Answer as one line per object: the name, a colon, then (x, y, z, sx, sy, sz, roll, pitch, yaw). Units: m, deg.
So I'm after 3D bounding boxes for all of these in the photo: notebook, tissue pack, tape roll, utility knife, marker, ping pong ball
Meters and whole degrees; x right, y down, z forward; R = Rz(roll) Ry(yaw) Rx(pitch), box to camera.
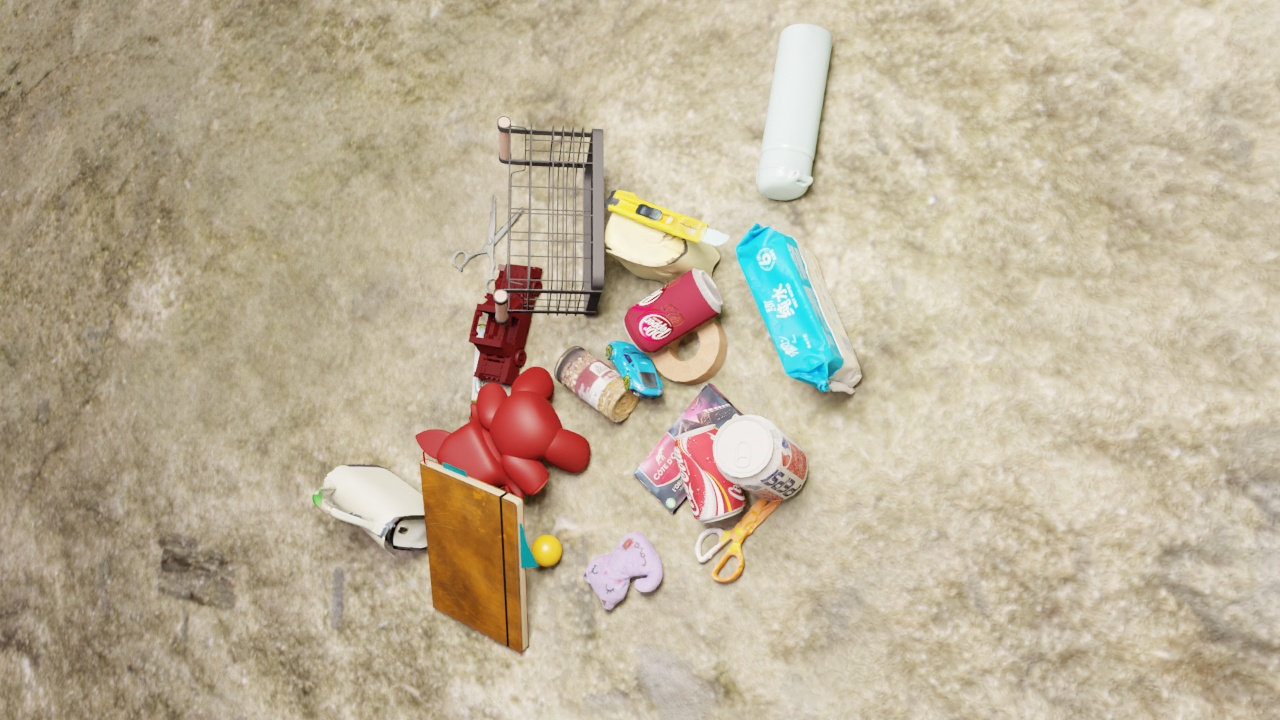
notebook: (-0.206, 0.247, 1.172, 0.179, 0.014, 0.250, 17, 119, 29)
tissue pack: (0.184, -0.051, 1.045, 0.066, 0.117, 0.209, -30, 67, 25)
tape roll: (0.061, -0.017, 1.152, 0.094, 0.027, 0.094, -6, 77, 26)
utility knife: (0.029, -0.166, 1.074, 0.175, 0.017, 0.030, 25, 90, 26)
marker: (-0.230, 0.020, 1.301, 0.017, 0.017, 0.146, -3, 78, 27)
ping pong ball: (-0.121, 0.246, 1.186, 0.040, 0.040, 0.040, -6, 77, 26)

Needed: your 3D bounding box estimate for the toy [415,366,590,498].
toy: (-0.182, 0.113, 1.199, 0.197, 0.120, 0.158, -33, 77, 11)

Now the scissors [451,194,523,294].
scissors: (-0.216, -0.155, 1.332, 0.142, 0.014, 0.171, -24, 71, 25)

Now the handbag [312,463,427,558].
handbag: (-0.378, 0.205, 1.250, 0.151, 0.175, 0.074, 29, 95, 28)

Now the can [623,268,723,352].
can: (0.040, -0.060, 1.117, 0.114, 0.063, 0.063, -31, 67, 19)

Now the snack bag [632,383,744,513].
snack bag: (0.063, 0.109, 1.132, 0.074, 0.018, 0.155, 43, 102, 24)

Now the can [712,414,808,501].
can: (0.134, 0.109, 1.022, 0.078, 0.136, 0.078, -8, 71, 22)

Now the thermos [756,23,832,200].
thermos: (0.187, -0.301, 1.122, 0.078, 0.065, 0.206, 3, 80, 51)

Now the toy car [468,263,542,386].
toy car: (-0.190, -0.054, 1.270, 0.070, 0.061, 0.169, 10, 84, 28)

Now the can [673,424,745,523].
can: (0.080, 0.132, 1.078, 0.064, 0.064, 0.105, -18, 88, 23)

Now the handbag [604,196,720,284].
handbag: (0.027, -0.141, 1.143, 0.111, 0.119, 0.081, 26, 90, 29)

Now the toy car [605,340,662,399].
toy car: (-0.007, 0.007, 1.158, 0.032, 0.048, 0.105, -62, 42, 29)

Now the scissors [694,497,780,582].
scissors: (0.115, 0.198, 1.090, 0.073, 0.012, 0.131, 38, 94, 32)

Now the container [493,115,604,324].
container: (-0.119, -0.174, 1.175, 0.130, 0.163, 0.241, 1, 78, -7)

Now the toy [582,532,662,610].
toy: (-0.020, 0.263, 1.132, 0.100, 0.036, 0.080, -43, 63, 12)

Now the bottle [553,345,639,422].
bottle: (-0.056, 0.030, 1.187, 0.105, 0.056, 0.056, 35, 96, 28)
